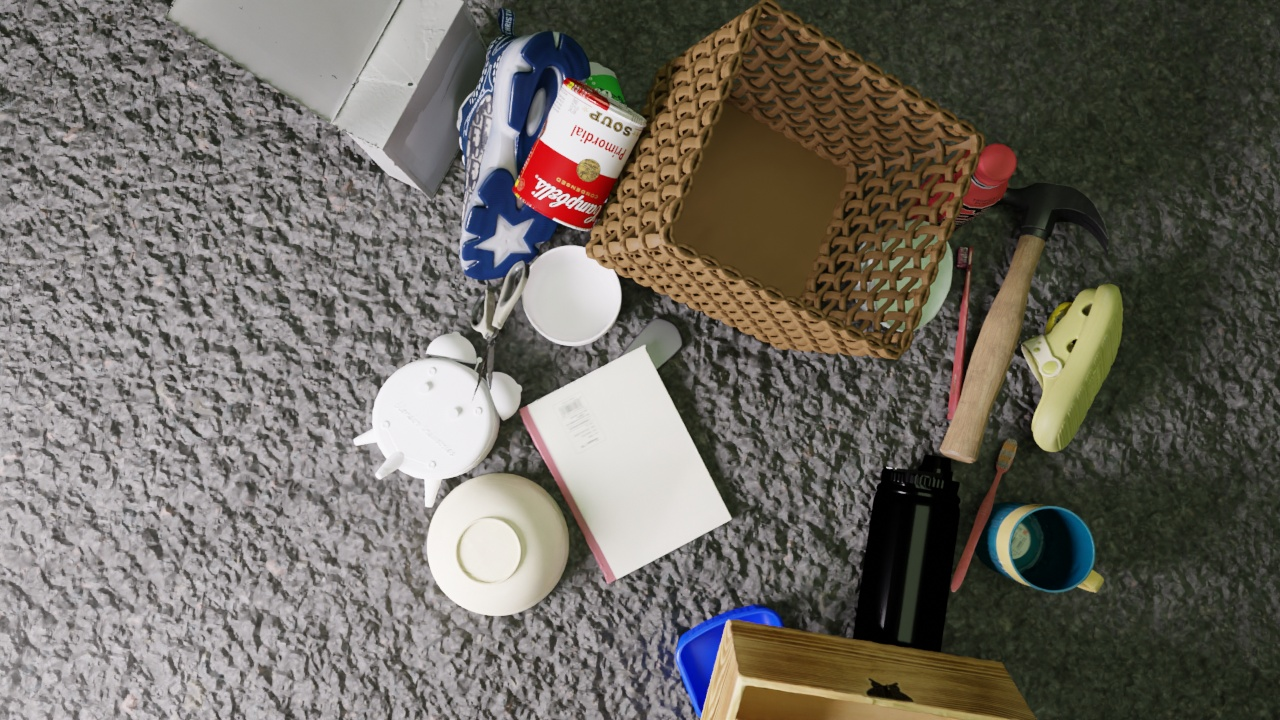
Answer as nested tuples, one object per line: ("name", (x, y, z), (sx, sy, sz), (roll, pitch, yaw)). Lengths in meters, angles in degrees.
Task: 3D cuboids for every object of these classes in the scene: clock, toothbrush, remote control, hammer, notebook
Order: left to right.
("clock", (-0.211, 0.059, 0.954), (0.125, 0.073, 0.161), (40, 86, 3))
("notebook", (-0.016, 0.110, 0.974), (0.153, 0.012, 0.208), (-27, 90, -2))
("remote control", (-0.006, 0.006, 0.990), (0.046, 0.009, 0.124), (45, 87, 3))
("toothbrush", (0.344, -0.030, 0.991), (0.016, 0.016, 0.189), (5, 86, 17))
("toothbrush", (0.353, 0.157, 0.942), (0.015, 0.016, 0.184), (21, 63, 23))
("hammer", (0.380, -0.040, 0.944), (0.132, 0.040, 0.305), (17, 79, 31))

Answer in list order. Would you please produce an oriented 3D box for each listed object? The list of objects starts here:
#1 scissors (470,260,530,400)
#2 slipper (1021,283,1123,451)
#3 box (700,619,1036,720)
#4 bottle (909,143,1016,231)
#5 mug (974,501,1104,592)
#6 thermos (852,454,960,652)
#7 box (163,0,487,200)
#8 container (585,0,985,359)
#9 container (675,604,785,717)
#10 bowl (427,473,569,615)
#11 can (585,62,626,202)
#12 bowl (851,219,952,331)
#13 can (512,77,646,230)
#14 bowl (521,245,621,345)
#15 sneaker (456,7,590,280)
("scissors", (-0.146, -0.037, 0.930), (0.012, 0.163, 0.154), (33, 95, -29))
("slipper", (0.443, 0.005, 0.964), (0.082, 0.091, 0.190), (19, 73, 40))
("box", (0.190, 0.398, 0.843), (0.279, 0.167, 0.245), (9, 112, -5))
("bottle", (0.326, -0.174, 0.922), (0.062, 0.176, 0.062), (0, 85, 0))
("mug", (0.406, 0.195, 0.927), (0.113, 0.107, 0.083), (34, 84, 3))
("thermos", (0.275, 0.194, 0.937), (0.086, 0.086, 0.198), (10, 85, 1))
("box", (-0.283, -0.312, 0.805), (0.119, 0.478, 0.166), (25, 84, 28))
("container", (0.124, -0.151, 0.864), (0.251, 0.214, 0.219), (23, 85, -20))
("container", (0.098, 0.306, 0.941), (0.114, 0.058, 0.096), (-22, 86, -2))
("bowl", (-0.151, 0.192, 0.942), (0.151, 0.075, 0.150), (0, 86, -1))
("can", (-0.048, -0.234, 0.971), (0.088, 0.088, 0.140), (-20, 86, -2))
("bowl", (0.265, -0.091, 0.964), (0.117, 0.061, 0.117), (-9, 107, -31))
("can", (-0.059, -0.196, 0.873), (0.086, 0.086, 0.116), (30, 107, 2))
("bowl", (-0.071, -0.065, 0.975), (0.105, 0.054, 0.105), (0, 83, 0))
("sneaker", (-0.146, -0.219, 0.951), (0.132, 0.103, 0.270), (43, 124, 40))
